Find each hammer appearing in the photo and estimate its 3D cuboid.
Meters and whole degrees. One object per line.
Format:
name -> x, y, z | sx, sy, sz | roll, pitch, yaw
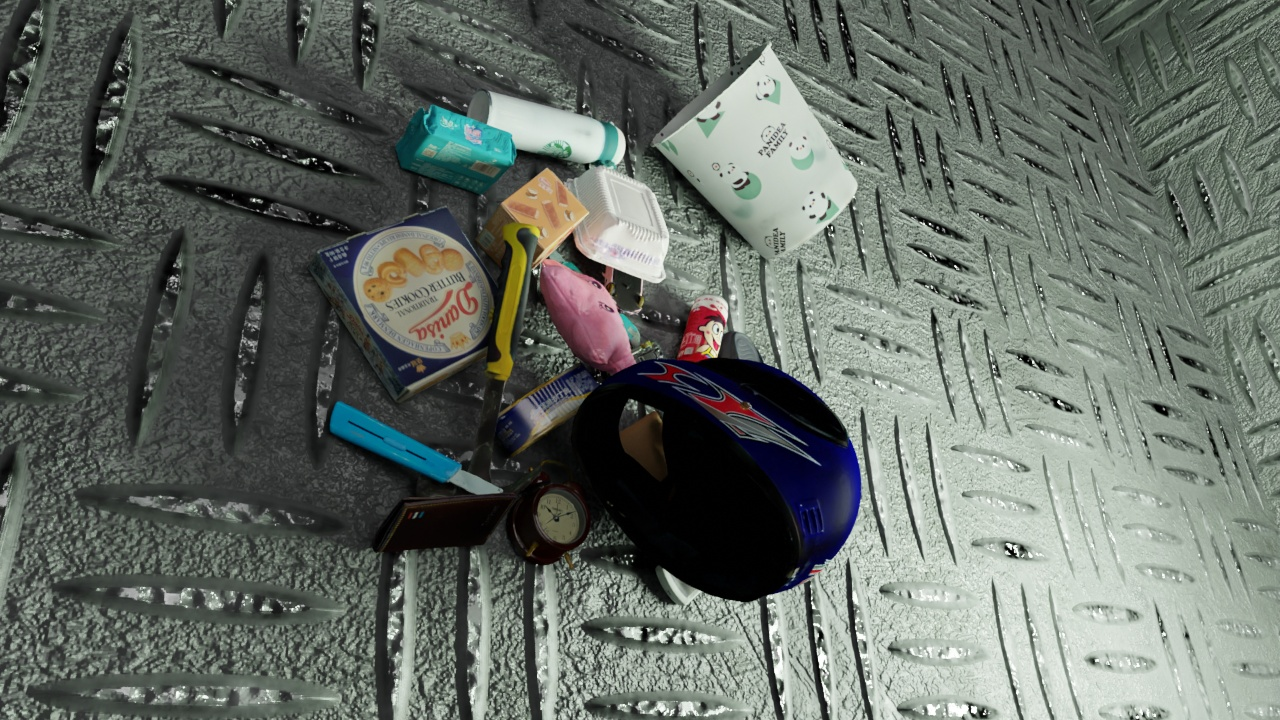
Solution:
hammer -> -0.151, 0.001, 1.004 | 0.126, 0.032, 0.322 | 9, 73, -3

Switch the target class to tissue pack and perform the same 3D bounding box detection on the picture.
tissue pack -> -0.227, -0.259, 1.127 | 0.133, 0.093, 0.050 | 14, 63, -33

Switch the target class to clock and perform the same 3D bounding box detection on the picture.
clock -> -0.100, 0.169, 1.022 | 0.082, 0.055, 0.121 | 22, 53, -27

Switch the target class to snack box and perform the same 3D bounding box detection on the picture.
snack box -> -0.249, -0.069, 1.041 | 0.177, 0.046, 0.182 | -33, 88, -43
snack box -> -0.135, -0.167, 1.142 | 0.077, 0.093, 0.094 | 46, 53, -5

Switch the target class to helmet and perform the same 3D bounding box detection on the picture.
helmet -> 0.102, 0.111, 1.051 | 0.315, 0.248, 0.239 | 41, 36, 10

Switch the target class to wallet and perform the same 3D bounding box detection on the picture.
wallet -> -0.197, 0.162, 0.924 | 0.122, 0.097, 0.020 | 3, 52, -37
wallet -> 0.002, 0.122, 1.145 | 0.115, 0.033, 0.090 | -30, 90, -44

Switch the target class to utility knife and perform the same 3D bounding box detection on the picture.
utility knife -> -0.076, -0.100, 1.215 | 0.223, 0.013, 0.029 | 45, 49, -9
utility knife -> -0.231, 0.097, 0.941 | 0.194, 0.018, 0.034 | 26, 60, 0

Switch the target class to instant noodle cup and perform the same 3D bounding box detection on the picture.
instant noodle cup -> -0.025, -0.193, 1.237 | 0.138, 0.060, 0.173 | 17, 39, -29

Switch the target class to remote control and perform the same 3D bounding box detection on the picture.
remote control -> 0.083, 0.237, 1.134 | 0.149, 0.021, 0.058 | -36, 96, -33

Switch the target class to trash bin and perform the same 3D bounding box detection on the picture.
trash bin -> 0.182, -0.309, 1.395 | 0.252, 0.230, 0.228 | 47, 47, -14

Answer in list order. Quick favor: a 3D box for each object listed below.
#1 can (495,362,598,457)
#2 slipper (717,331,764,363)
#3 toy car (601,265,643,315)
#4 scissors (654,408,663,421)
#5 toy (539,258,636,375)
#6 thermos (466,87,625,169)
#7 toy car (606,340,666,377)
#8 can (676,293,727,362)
can -> -0.107, 0.055, 1.066 | 0.147, 0.075, 0.049 | -34, 87, -42
slipper -> 0.163, 0.068, 1.252 | 0.110, 0.084, 0.267 | 28, 47, -42
toy car -> -0.023, -0.112, 1.245 | 0.056, 0.037, 0.122 | 20, 53, -23
scissors -> 0.072, 0.145, 1.167 | 0.235, 0.022, 0.142 | 39, 53, -29
toy -> -0.067, -0.052, 1.095 | 0.178, 0.075, 0.194 | 47, 10, -42
thermos -> -0.123, -0.310, 1.255 | 0.223, 0.073, 0.073 | 4, 65, -37
toy car -> -0.007, 0.007, 1.196 | 0.090, 0.035, 0.042 | -26, 83, -37
can -> 0.086, -0.030, 1.275 | 0.053, 0.053, 0.132 | 34, 50, -20
